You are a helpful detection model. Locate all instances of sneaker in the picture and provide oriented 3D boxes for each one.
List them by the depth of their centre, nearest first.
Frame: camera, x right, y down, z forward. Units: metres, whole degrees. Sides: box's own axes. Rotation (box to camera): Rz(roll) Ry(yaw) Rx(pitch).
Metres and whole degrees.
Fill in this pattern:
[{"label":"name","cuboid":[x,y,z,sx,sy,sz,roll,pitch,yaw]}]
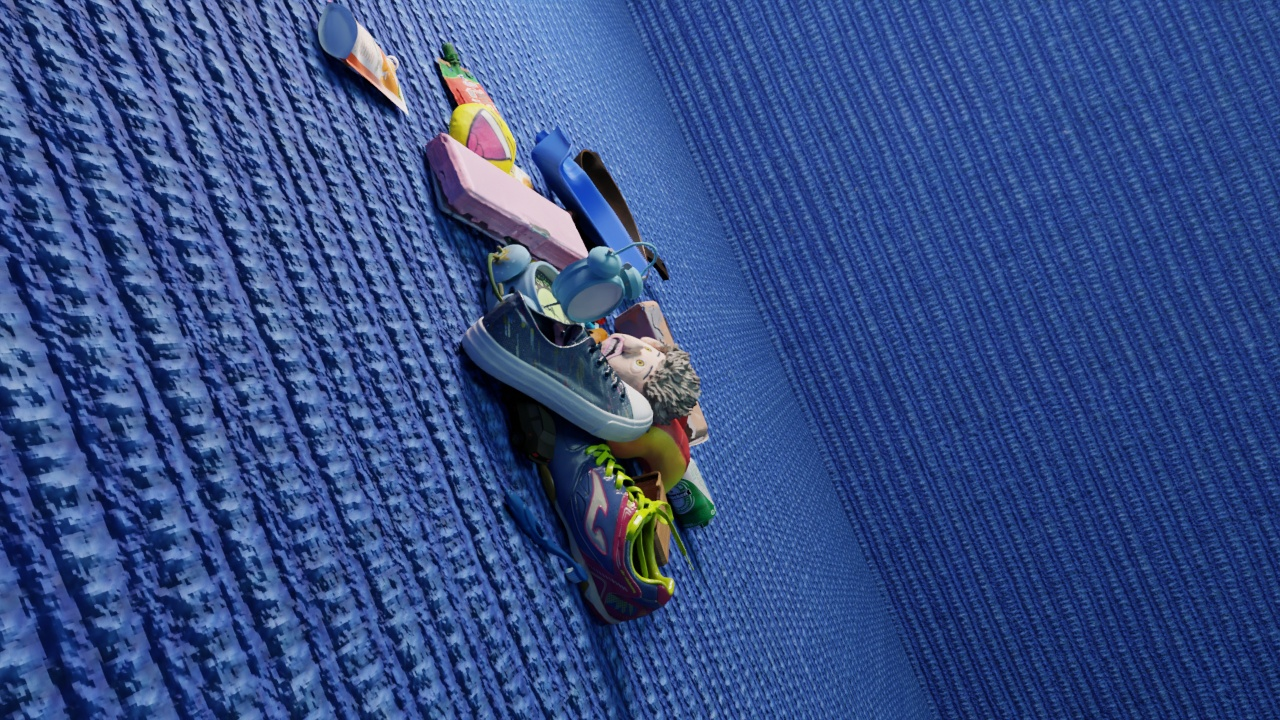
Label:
[{"label":"sneaker","cuboid":[-0.061,0.008,0.907,0.235,0.079,0.087,30,19,-38]},{"label":"sneaker","cuboid":[-0.029,0.137,0.923,0.116,0.091,0.241,21,47,-66]}]

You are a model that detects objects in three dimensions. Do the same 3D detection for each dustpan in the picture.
[{"label":"dustpan","cuboid":[-0.097,-0.250,1.287,0.257,0.059,0.245,46,-5,42]}]

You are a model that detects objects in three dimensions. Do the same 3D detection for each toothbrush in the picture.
[{"label":"toothbrush","cuboid":[-0.087,0.162,0.836,0.132,0.016,0.021,55,18,-30]}]

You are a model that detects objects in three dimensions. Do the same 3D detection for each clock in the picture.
[{"label":"clock","cuboid":[-0.037,-0.084,0.939,0.087,0.123,0.042,33,28,-57]},{"label":"clock","cuboid":[-0.119,-0.056,0.971,0.162,0.060,0.118,36,35,-56]}]

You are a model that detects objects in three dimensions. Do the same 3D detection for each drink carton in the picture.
[{"label":"drink carton","cuboid":[-0.262,-0.291,0.892,0.122,0.039,0.069,35,34,-74]}]

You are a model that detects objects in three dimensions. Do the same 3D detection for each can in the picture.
[{"label":"can","cuboid":[0.064,0.180,1.259,0.101,0.053,0.053,65,15,-6]}]

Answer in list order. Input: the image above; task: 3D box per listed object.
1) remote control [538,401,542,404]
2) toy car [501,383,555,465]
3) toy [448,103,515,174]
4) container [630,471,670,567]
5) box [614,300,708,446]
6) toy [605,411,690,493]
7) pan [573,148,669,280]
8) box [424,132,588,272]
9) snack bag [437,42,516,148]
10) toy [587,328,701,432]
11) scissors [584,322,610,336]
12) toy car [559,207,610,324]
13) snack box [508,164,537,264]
[{"label":"remote control","cuboid":[-0.090,0.040,1.018,0.039,0.010,0.124,68,15,5]},{"label":"toy car","cuboid":[-0.105,0.056,0.888,0.042,0.036,0.091,38,32,-61]},{"label":"toy","cuboid":[-0.182,-0.249,1.052,0.095,0.041,0.094,61,40,-18]},{"label":"container","cuboid":[0.000,0.183,1.024,0.113,0.063,0.061,-80,151,-65]},{"label":"box","cuboid":[0.039,0.020,1.342,0.108,0.094,0.216,131,-60,-68]},{"label":"toy","cuboid":[0.017,0.072,1.190,0.215,0.099,0.147,-82,153,-55]},{"label":"pan","cuboid":[-0.032,-0.206,1.531,0.356,0.043,0.248,38,31,-61]},{"label":"box","cuboid":[-0.147,-0.167,1.031,0.232,0.046,0.098,23,34,-56]},{"label":"snack bag","cuboid":[-0.205,-0.323,1.126,0.155,0.044,0.087,63,21,5]},{"label":"toy","cuboid":[-0.007,0.006,1.105,0.132,0.176,0.076,-55,167,-52]},{"label":"scissors","cuboid":[-0.056,-0.028,1.246,0.103,0.015,0.133,65,10,8]},{"label":"toy car","cuboid":[-0.080,-0.127,1.205,0.081,0.056,0.189,51,14,-41]},{"label":"snack box","cuboid":[-0.142,-0.171,1.129,0.075,0.025,0.152,27,41,-66]}]
